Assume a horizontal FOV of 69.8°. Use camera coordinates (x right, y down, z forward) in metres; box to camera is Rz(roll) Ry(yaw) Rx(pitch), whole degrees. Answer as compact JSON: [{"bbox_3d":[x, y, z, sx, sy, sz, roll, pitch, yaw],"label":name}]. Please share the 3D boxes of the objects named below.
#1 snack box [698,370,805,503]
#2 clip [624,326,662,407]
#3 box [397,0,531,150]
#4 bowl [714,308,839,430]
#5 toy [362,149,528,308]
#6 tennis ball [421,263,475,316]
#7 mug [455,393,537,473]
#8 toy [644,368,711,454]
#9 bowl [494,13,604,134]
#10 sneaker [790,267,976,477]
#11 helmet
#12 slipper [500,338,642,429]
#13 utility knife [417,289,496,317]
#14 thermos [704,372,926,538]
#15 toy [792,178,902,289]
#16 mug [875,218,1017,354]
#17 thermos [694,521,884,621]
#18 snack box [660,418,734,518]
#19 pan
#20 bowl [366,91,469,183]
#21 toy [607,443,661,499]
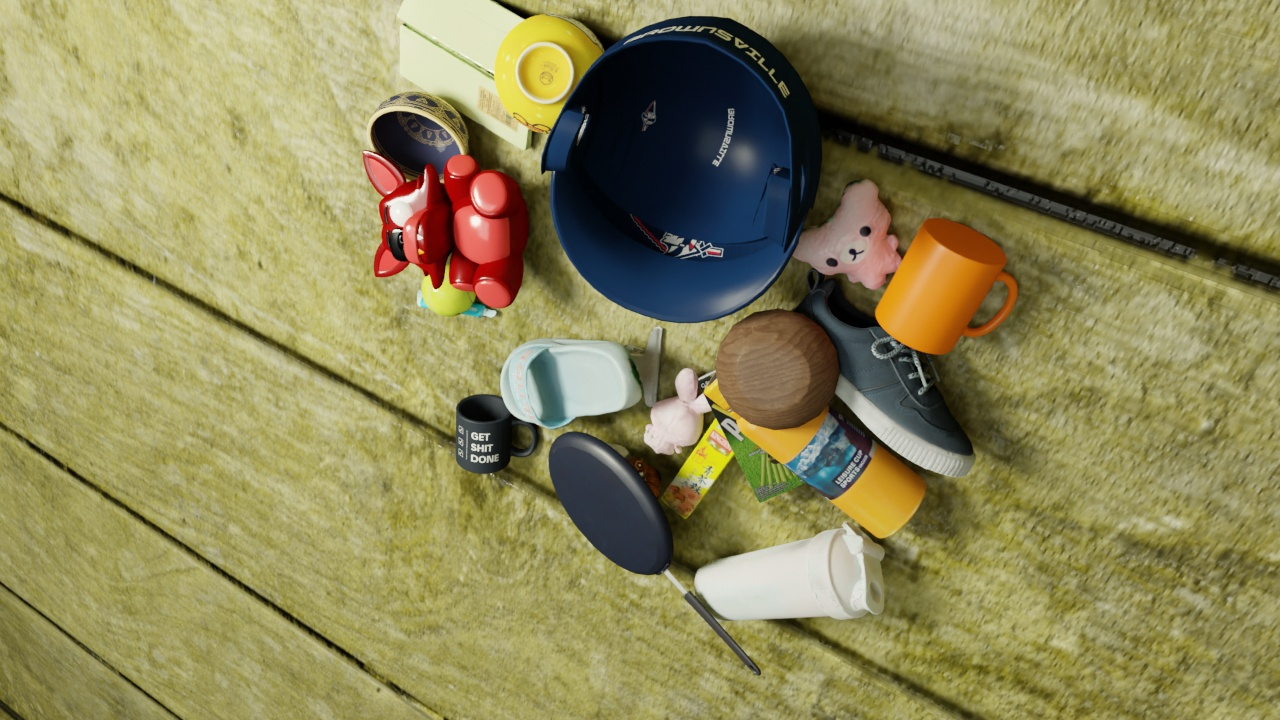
[{"bbox_3d":[0.130,0.069,0.977,0.080,0.025,0.147,-26,98,10],"label":"snack box"},{"bbox_3d":[-0.005,0.006,1.047,0.054,0.040,0.102,10,117,13],"label":"clip"},{"bbox_3d":[-0.182,-0.326,0.989,0.188,0.047,0.141,34,128,12],"label":"box"},{"bbox_3d":[0.125,0.011,0.856,0.118,0.030,0.118,3,101,15],"label":"bowl"},{"bbox_3d":[-0.221,-0.150,1.030,0.197,0.120,0.159,9,120,14],"label":"toy"},{"bbox_3d":[-0.233,-0.086,1.117,0.065,0.065,0.065,13,118,25],"label":"tennis ball"},{"bbox_3d":[-0.185,0.096,1.180,0.105,0.071,0.078,6,119,-1],"label":"mug"},{"bbox_3d":[0.048,0.059,1.031,0.063,0.047,0.110,40,120,5],"label":"toy"},{"bbox_3d":[-0.090,-0.283,0.908,0.117,0.067,0.117,1,105,3],"label":"bowl"},{"bbox_3d":[0.236,0.008,0.873,0.235,0.089,0.088,43,122,12],"label":"sneaker"},{"bbox_3d":[0.039,-0.164,0.818,0.232,0.222,0.273,19,112,6],"label":"helmet"},{"bbox_3d":[-0.095,0.028,1.061,0.246,0.074,0.104,-7,106,49],"label":"slipper"},{"bbox_3d":[-0.231,-0.070,1.156,0.124,0.015,0.022,10,87,25],"label":"utility knife"},{"bbox_3d":[0.177,0.073,0.922,0.232,0.076,0.091,38,87,-2],"label":"thermos"},{"bbox_3d":[0.201,-0.108,0.855,0.096,0.052,0.099,43,115,-8],"label":"toy"},{"bbox_3d":[0.283,-0.061,0.822,0.112,0.077,0.096,16,124,-8],"label":"mug"},{"bbox_3d":[0.164,0.243,1.023,0.221,0.099,0.099,-19,101,40],"label":"thermos"},{"bbox_3d":[0.075,0.120,1.053,0.040,0.028,0.148,38,126,10],"label":"snack box"},{"bbox_3d":[0.012,0.228,1.065,0.356,0.021,0.199,47,147,11],"label":"pan"},{"bbox_3d":[-0.244,-0.260,1.036,0.112,0.061,0.113,9,146,6],"label":"bowl"},{"bbox_3d":[-0.026,0.137,1.102,0.112,0.067,0.087,21,147,7],"label":"toy"}]
